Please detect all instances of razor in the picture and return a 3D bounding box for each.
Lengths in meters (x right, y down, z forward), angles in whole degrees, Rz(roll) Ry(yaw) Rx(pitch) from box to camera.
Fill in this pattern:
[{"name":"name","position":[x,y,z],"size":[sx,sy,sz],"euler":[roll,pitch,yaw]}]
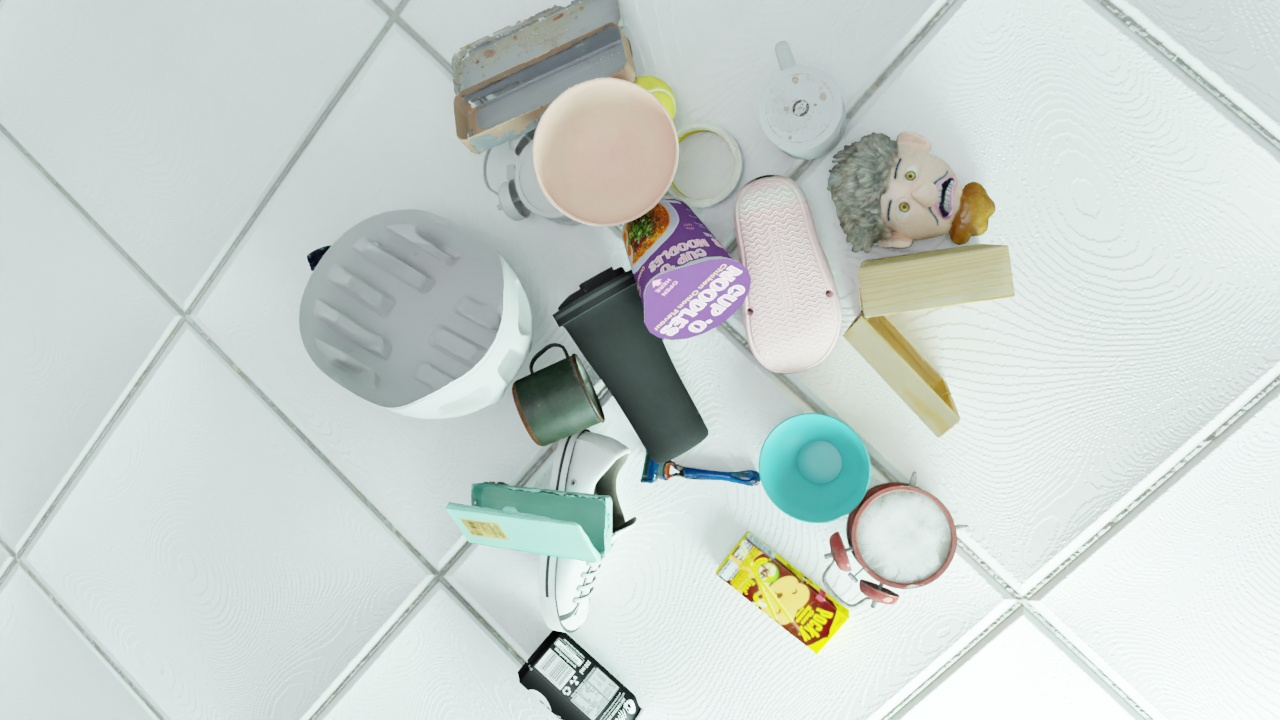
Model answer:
[{"name":"razor","position":[0.072,0.134,1.076],"size":[0.141,0.018,0.043],"euler":[5,62,13]}]

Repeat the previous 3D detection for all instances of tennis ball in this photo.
[{"name":"tennis ball","position":[0.007,-0.282,1.019],"size":[0.065,0.065,0.065],"euler":[2,97,15]}]

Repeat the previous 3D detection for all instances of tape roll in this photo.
[{"name":"tape roll","position":[0.069,-0.219,1.034],"size":[0.094,0.019,0.094],"euler":[2,97,16]}]

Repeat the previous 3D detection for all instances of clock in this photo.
[{"name":"clock","position":[0.268,0.203,1.005],"size":[0.157,0.062,0.110],"euler":[-44,84,2]},{"name":"clock","position":[-0.109,-0.216,1.066],"size":[0.159,0.061,0.120],"euler":[16,100,18]}]

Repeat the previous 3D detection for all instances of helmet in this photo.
[{"name":"helmet","position":[-0.259,-0.049,1.054],"size":[0.282,0.184,0.223],"euler":[23,73,10]}]

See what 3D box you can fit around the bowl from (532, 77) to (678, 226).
[{"name":"bowl","position":[-0.037,-0.219,0.977],"size":[0.153,0.076,0.153],"euler":[0,101,-2]}]

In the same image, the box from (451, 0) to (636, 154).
[{"name":"box","position":[-0.115,-0.335,1.038],"size":[0.217,0.043,0.150],"euler":[-20,68,17]}]

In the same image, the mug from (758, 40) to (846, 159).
[{"name":"mug","position":[0.166,-0.274,0.960],"size":[0.083,0.096,0.119],"euler":[-17,92,17]}]

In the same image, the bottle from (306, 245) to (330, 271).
[{"name":"bottle","position":[-0.370,-0.066,1.155],"size":[0.056,0.056,0.161],"euler":[-24,90,17]}]

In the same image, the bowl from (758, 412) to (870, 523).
[{"name":"bowl","position":[0.197,0.117,1.023],"size":[0.121,0.046,0.121],"euler":[1,94,20]}]

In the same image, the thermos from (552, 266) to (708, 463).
[{"name":"thermos","position":[-0.006,0.006,1.045],"size":[0.106,0.105,0.218],"euler":[-29,94,17]}]

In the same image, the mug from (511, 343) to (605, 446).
[{"name":"mug","position":[-0.099,0.035,1.045],"size":[0.081,0.085,0.111],"euler":[-24,68,2]}]

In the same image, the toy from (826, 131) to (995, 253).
[{"name":"toy","position":[0.281,-0.169,0.956],"size":[0.176,0.076,0.133],"euler":[13,100,6]}]

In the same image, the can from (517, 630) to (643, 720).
[{"name":"can","position":[-0.074,0.403,1.118],"size":[0.146,0.080,0.080],"euler":[40,105,8]}]

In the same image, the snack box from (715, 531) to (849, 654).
[{"name":"snack box","position":[0.164,0.269,1.064],"size":[0.149,0.025,0.061],"euler":[37,105,8]}]

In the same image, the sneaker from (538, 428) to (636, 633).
[{"name":"sneaker","position":[-0.052,0.205,1.081],"size":[0.097,0.091,0.245],"euler":[10,94,20]}]

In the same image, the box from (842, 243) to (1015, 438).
[{"name":"box","position":[0.265,-0.041,0.883],"size":[0.142,0.248,0.184],"euler":[15,100,14]}]

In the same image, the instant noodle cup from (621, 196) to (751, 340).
[{"name":"instant noodle cup","position":[0.034,-0.110,0.992],"size":[0.122,0.136,0.121],"euler":[-43,53,25]}]

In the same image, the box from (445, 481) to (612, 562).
[{"name":"box","position":[-0.130,0.184,1.019],"size":[0.189,0.079,0.077],"euler":[3,93,29]}]

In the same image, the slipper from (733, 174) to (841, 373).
[{"name":"slipper","position":[0.159,-0.093,1.006],"size":[0.107,0.055,0.222],"euler":[-9,103,15]}]
